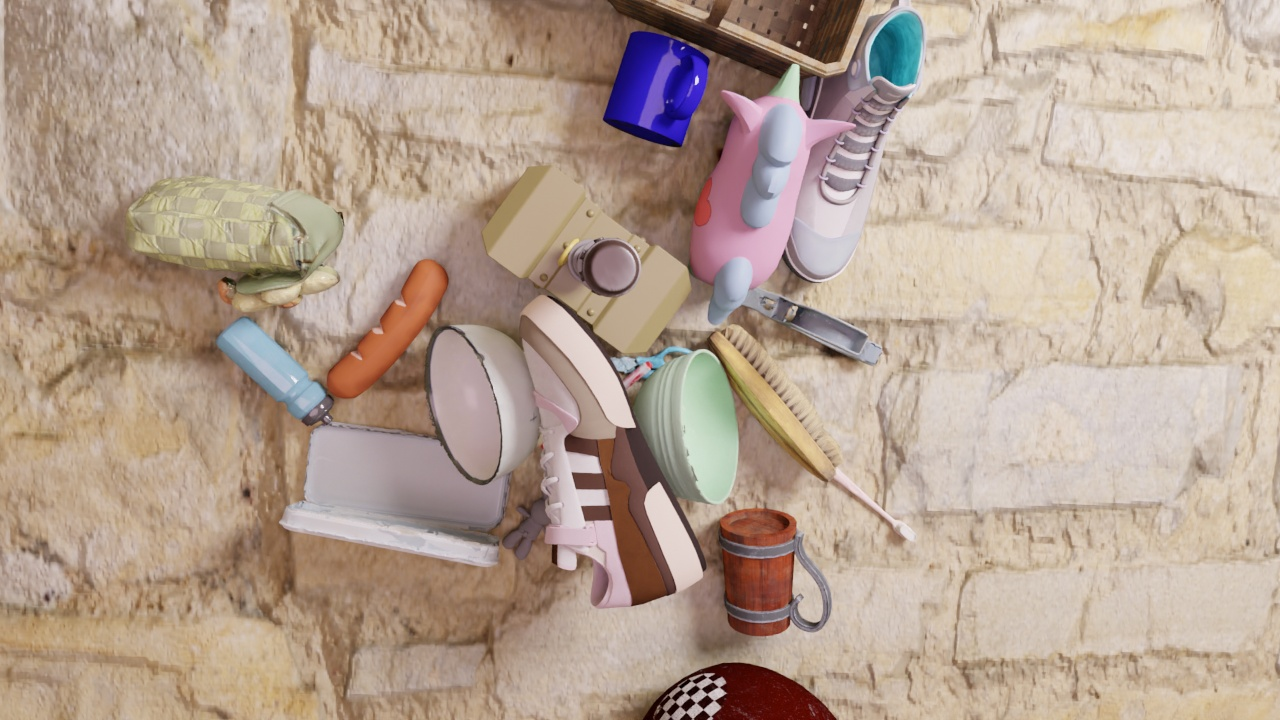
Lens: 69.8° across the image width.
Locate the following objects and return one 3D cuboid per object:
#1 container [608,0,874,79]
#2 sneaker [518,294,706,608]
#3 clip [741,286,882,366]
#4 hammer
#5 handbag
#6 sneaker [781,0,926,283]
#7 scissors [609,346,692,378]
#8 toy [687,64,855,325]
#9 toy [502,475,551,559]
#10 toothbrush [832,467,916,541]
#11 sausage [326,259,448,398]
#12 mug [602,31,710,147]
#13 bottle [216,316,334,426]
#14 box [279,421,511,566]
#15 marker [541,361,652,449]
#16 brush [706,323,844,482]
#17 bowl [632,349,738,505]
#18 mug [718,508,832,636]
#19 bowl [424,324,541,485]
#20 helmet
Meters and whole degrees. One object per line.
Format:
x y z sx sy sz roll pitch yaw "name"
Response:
0.087 -0.355 0.795 0.250 0.186 0.157 21 89 -4 "container"
-0.057 0.091 0.810 0.116 0.112 0.294 -28 102 -15 "sneaker"
0.190 -0.027 0.926 0.164 0.169 0.031 24 96 -42 "clip"
-0.037 -0.081 0.765 0.190 0.325 0.100 36 92 -10 "hammer"
-0.369 -0.103 0.845 0.186 0.113 0.117 7 111 -4 "handbag"
0.202 -0.198 0.860 0.093 0.160 0.257 10 96 -8 "sneaker"
-0.006 0.006 0.944 0.136 0.015 0.055 10 106 -2 "scissors"
0.102 -0.145 0.848 0.120 0.171 0.222 12 87 -8 "toy"
-0.100 0.156 0.945 0.049 0.030 0.112 39 98 5 "toy"
0.228 0.137 0.984 0.181 0.018 0.015 40 90 -9 "toothbrush"
-0.245 -0.028 0.897 0.044 0.039 0.164 40 92 -4 "sausage"
0.023 -0.252 0.857 0.079 0.111 0.083 15 97 -33 "mug"
-0.350 0.015 0.892 0.040 0.040 0.130 -44 100 1 "bottle"
-0.234 0.138 0.890 0.210 0.105 0.130 6 94 -7 "box"
-0.044 0.048 0.939 0.142 0.012 0.013 -39 100 5 "marker"
0.140 0.043 0.938 0.043 0.059 0.195 -41 94 -10 "brush"
0.038 0.068 0.896 0.077 0.150 0.151 -8 100 25 "bowl"
0.139 0.222 0.946 0.117 0.081 0.111 5 104 29 "mug"
-0.141 0.036 0.874 0.072 0.154 0.153 -15 101 -34 "bowl"
0.106 0.427 0.893 0.233 0.254 0.233 -47 106 -13 "helmet"
